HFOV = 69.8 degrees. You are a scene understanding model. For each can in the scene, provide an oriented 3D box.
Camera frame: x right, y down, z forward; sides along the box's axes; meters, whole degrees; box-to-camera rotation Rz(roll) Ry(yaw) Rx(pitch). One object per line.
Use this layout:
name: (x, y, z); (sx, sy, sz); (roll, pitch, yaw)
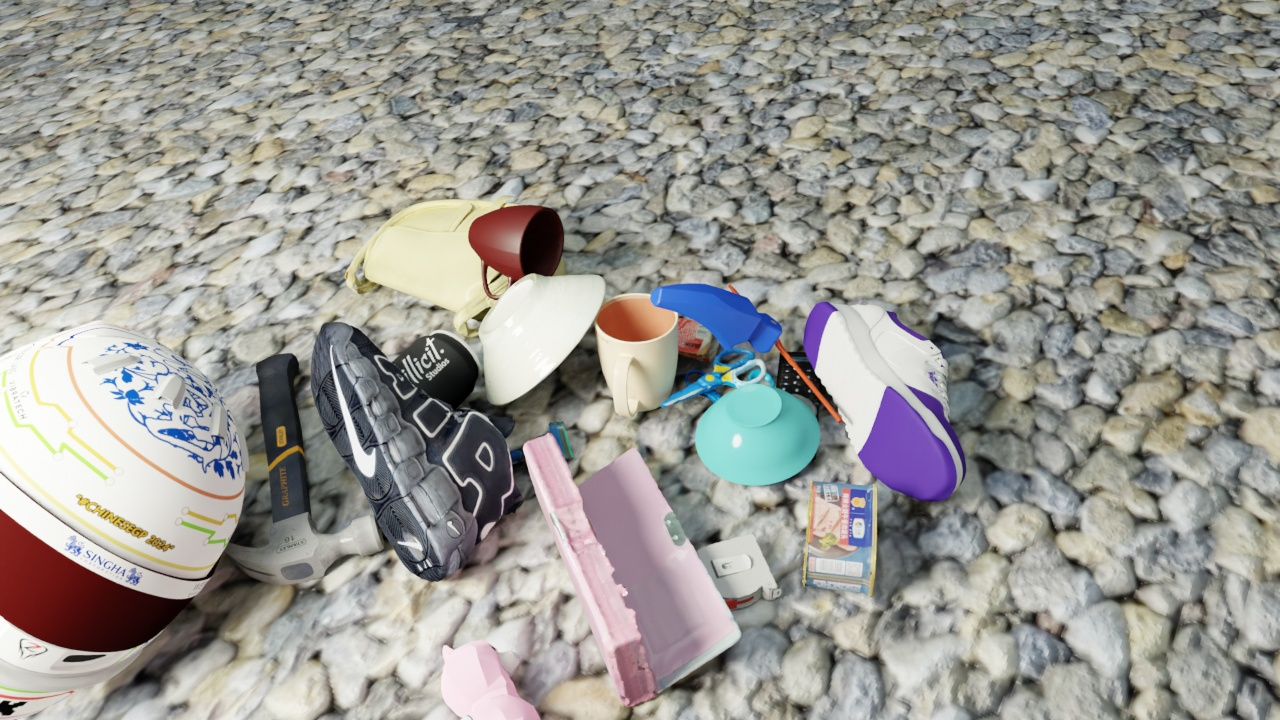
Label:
can: (0.171, 0.150, 0.788); (0.059, 0.054, 0.099); (4, 41, 11)
can: (-0.234, 0.039, 0.931); (0.080, 0.080, 0.145); (19, 47, 25)

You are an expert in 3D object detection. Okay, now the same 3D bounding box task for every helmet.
helmet: (-0.446, 0.103, 0.748); (0.236, 0.231, 0.314); (-40, 37, 2)

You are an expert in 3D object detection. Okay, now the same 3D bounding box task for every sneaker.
sneaker: (-0.189, 0.060, 0.839); (0.150, 0.097, 0.252); (-24, 81, -41)
sneaker: (0.260, 0.034, 0.898); (0.111, 0.092, 0.244); (-4, 46, -23)

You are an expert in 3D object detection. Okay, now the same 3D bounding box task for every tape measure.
tape measure: (0.080, 0.181, 0.785); (0.062, 0.020, 0.060); (-12, 42, -9)

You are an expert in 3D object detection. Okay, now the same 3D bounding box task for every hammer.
hammer: (-0.349, 0.093, 0.920); (0.139, 0.035, 0.312); (-17, 42, -12)

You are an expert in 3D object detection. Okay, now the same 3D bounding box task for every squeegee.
squeegee: (0.088, -0.042, 0.919); (0.184, 0.055, 0.249); (15, 28, -34)

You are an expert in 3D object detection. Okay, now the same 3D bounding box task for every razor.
razor: (-0.139, 0.097, 0.905); (0.141, 0.018, 0.043); (-14, 66, -7)

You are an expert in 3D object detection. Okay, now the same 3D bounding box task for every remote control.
remote control: (0.159, 0.046, 0.935); (0.045, 0.021, 0.140); (2, 46, 13)

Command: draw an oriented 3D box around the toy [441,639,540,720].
toy: (-0.122, 0.278, 0.660); (0.123, 0.067, 0.157); (-27, 41, -21)

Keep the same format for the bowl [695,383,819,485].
bowl: (0.111, 0.058, 0.885); (0.121, 0.046, 0.121); (-7, 46, 7)

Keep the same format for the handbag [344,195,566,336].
handbag: (-0.221, -0.124, 1.116); (0.233, 0.089, 0.190); (19, 49, 24)

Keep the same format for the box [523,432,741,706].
box: (-0.009, 0.154, 0.772); (0.112, 0.099, 0.232); (-21, 42, -11)

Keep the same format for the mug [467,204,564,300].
mug: (-0.150, -0.121, 1.018); (0.088, 0.087, 0.114); (15, 79, 25)

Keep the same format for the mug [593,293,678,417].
mug: (-0.006, 0.005, 0.932); (0.085, 0.104, 0.111); (7, 43, 13)

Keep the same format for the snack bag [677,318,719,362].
snack bag: (0.011, -0.036, 1.022); (0.155, 0.044, 0.087); (14, 19, 19)

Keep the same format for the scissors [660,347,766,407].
scissors: (0.073, 0.021, 0.955); (0.126, 0.023, 0.061); (-28, 50, -19)

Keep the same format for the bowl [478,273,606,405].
bowl: (-0.118, -0.040, 0.955); (0.177, 0.058, 0.176); (-39, 24, 21)

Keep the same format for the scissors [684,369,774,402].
scissors: (0.082, 0.048, 0.948); (0.116, 0.014, 0.130); (19, 50, 20)
